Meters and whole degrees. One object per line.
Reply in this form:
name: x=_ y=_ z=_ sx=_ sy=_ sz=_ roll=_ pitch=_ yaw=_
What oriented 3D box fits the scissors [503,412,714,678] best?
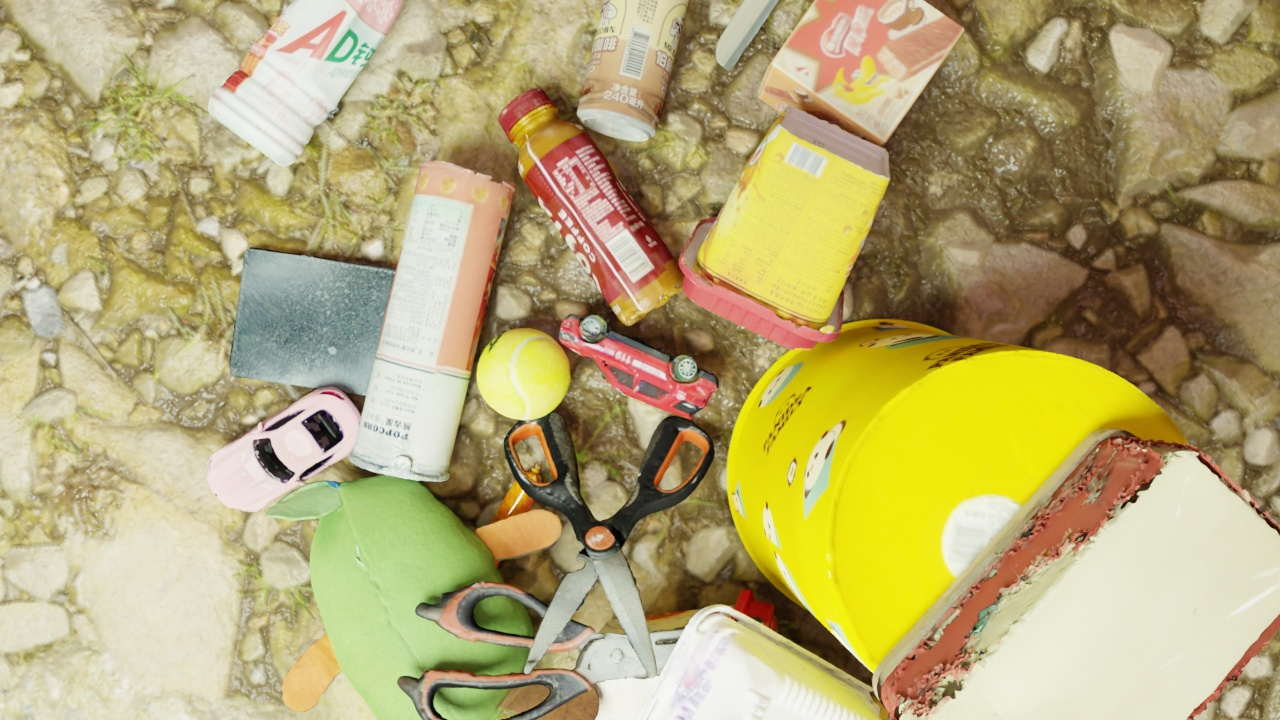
scissors: x=-0.020 y=0.100 z=0.603 sx=0.223 sy=0.022 sz=0.221 roll=-25 pitch=46 yaw=-29

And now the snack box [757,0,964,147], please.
snack box: x=0.149 y=-0.205 z=0.637 sx=0.094 sy=0.077 sz=0.093 roll=35 pitch=91 yaw=1

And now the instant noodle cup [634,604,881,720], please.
instant noodle cup: x=0.078 y=0.238 z=0.533 sx=0.173 sy=0.060 sz=0.138 roll=35 pitch=78 yaw=-26

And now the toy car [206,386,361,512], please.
toy car: x=-0.256 y=0.066 z=0.662 sx=0.122 sy=0.037 sz=0.056 roll=-32 pitch=101 yaw=2

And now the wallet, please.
wallet: x=-0.239 y=-0.028 z=0.675 sx=0.121 sy=0.019 sz=0.097 roll=9 pitch=91 yaw=2

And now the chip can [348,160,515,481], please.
chip can: x=-0.146 y=-0.028 z=0.645 sx=0.071 sy=0.071 sz=0.214 roll=13 pitch=91 yaw=1

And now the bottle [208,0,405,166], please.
bottle: x=-0.220 y=-0.233 z=0.650 sx=0.068 sy=0.068 sz=0.197 roll=36 pitch=87 yaw=0

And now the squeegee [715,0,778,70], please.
squeegee: x=0.045 y=-0.382 z=0.657 sx=0.246 sy=0.039 sz=0.247 roll=39 pitch=108 yaw=6

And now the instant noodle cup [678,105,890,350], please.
instant noodle cup: x=0.100 y=-0.090 z=0.605 sx=0.116 sy=0.116 sz=0.124 roll=25 pitch=119 yaw=1

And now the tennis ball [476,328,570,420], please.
tennis ball: x=-0.082 y=0.010 z=0.647 sx=0.065 sy=0.065 sz=0.065 roll=0 pitch=90 yaw=1

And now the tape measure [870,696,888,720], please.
tape measure: x=0.146 y=0.266 z=0.665 sx=0.060 sy=0.029 sz=0.057 roll=11 pitch=90 yaw=1

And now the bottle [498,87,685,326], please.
bottle: x=-0.036 y=-0.110 z=0.650 sx=0.057 sy=0.057 sz=0.175 roll=-34 pitch=90 yaw=1

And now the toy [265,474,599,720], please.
toy: x=-0.145 y=0.176 z=0.617 sx=0.227 sy=0.090 sz=0.246 roll=-34 pitch=71 yaw=-3

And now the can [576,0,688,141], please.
can: x=-0.004 y=-0.219 z=0.648 sx=0.058 sy=0.058 sz=0.116 roll=14 pitch=90 yaw=1

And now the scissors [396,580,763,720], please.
scissors: x=-0.033 y=0.169 z=0.564 sx=0.206 sy=0.015 sz=0.194 roll=-42 pitch=76 yaw=-15

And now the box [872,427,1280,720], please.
box: x=0.186 y=0.115 z=0.383 sx=0.091 sy=0.079 sz=0.168 roll=42 pitch=91 yaw=-1

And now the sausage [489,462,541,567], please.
sausage: x=-0.115 y=0.147 z=0.671 sx=0.021 sy=0.021 sz=0.165 roll=31 pitch=91 yaw=0

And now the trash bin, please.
trash bin: x=0.178 y=0.085 z=0.551 sx=0.229 sy=0.255 sz=0.229 roll=0 pitch=91 yaw=0

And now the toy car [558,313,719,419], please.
toy car: x=-0.004 y=0.004 z=0.653 sx=0.120 sy=0.053 sz=0.045 roll=26 pitch=87 yaw=2

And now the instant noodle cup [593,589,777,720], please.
instant noodle cup: x=0.031 y=0.224 z=0.631 sx=0.124 sy=0.116 sz=0.116 roll=-3 pitch=91 yaw=12
